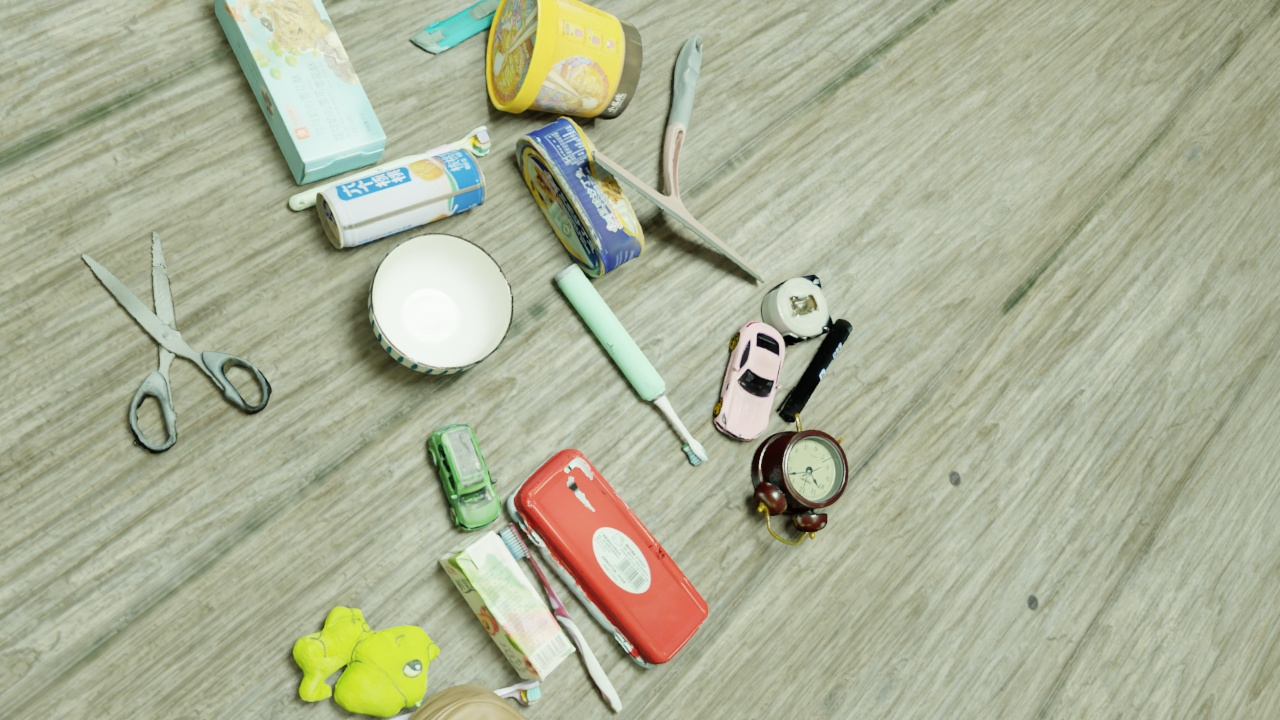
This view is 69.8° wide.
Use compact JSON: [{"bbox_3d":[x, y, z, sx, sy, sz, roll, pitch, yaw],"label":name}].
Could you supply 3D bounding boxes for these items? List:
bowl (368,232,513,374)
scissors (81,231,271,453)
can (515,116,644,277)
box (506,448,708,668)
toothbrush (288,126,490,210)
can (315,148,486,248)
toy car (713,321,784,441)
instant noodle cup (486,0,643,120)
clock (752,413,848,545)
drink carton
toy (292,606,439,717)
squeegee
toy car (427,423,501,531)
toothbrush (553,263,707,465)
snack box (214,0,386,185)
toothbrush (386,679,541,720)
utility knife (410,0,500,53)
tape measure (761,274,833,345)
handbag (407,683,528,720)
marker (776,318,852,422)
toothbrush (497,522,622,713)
[{"bbox_3d":[-0.171,-0.041,0.769,0.116,0.066,0.116,6,74,-23],"label":"bowl"},{"bbox_3d":[-0.362,-0.011,0.706,0.177,0.014,0.159,25,66,-15],"label":"scissors"},{"bbox_3d":[-0.056,-0.150,0.845,0.049,0.075,0.148,-32,91,-24],"label":"can"},{"bbox_3d":[-0.029,0.173,0.801,0.086,0.047,0.201,-42,97,-27],"label":"box"},{"bbox_3d":[-0.217,-0.167,0.806,0.189,0.029,0.020,-26,47,-27],"label":"toothbrush"},{"bbox_3d":[-0.203,-0.139,0.785,0.134,0.053,0.053,-25,88,-28],"label":"can"},{"bbox_3d":[0.110,0.019,0.902,0.056,0.037,0.122,22,70,-17],"label":"toy car"},{"bbox_3d":[-0.069,-0.281,0.852,0.114,0.119,0.118,4,76,-32],"label":"instant noodle cup"},{"bbox_3d":[0.152,0.118,0.885,0.082,0.055,0.121,29,69,-16],"label":"clock"},{"bbox_3d":[-0.107,0.197,0.747,0.045,0.054,0.122,-36,94,-29],"label":"drink carton"},{"bbox_3d":[-0.209,0.234,0.703,0.096,0.031,0.100,-41,92,-27],"label":"toy"},{"bbox_3d":[0.042,-0.229,0.925,0.247,0.040,0.249,29,56,-39],"label":"squeegee"},{"bbox_3d":[-0.145,0.097,0.765,0.043,0.036,0.091,-20,90,-29],"label":"toy car"},{"bbox_3d":[-0.005,0.005,0.857,0.224,0.027,0.026,53,34,-4],"label":"toothbrush"},{"bbox_3d":[-0.287,-0.241,0.773,0.074,0.052,0.175,-25,88,-29],"label":"snack box"},{"bbox_3d":[-0.169,0.282,0.717,0.189,0.029,0.021,-8,40,-25],"label":"toothbrush"},{"bbox_3d":[-0.142,-0.343,0.887,0.186,0.013,0.029,-41,96,-27],"label":"utility knife"},{"bbox_3d":[0.160,-0.051,0.944,0.065,0.034,0.065,-15,82,-28],"label":"tape measure"},{"bbox_3d":[-0.111,0.351,0.677,0.147,0.100,0.204,-39,100,-23],"label":"handbag"},{"bbox_3d":[0.181,0.009,0.947,0.022,0.020,0.131,31,65,13],"label":"marker"},{"bbox_3d":[-0.068,0.221,0.781,0.017,0.016,0.187,-31,91,-20],"label":"toothbrush"}]
